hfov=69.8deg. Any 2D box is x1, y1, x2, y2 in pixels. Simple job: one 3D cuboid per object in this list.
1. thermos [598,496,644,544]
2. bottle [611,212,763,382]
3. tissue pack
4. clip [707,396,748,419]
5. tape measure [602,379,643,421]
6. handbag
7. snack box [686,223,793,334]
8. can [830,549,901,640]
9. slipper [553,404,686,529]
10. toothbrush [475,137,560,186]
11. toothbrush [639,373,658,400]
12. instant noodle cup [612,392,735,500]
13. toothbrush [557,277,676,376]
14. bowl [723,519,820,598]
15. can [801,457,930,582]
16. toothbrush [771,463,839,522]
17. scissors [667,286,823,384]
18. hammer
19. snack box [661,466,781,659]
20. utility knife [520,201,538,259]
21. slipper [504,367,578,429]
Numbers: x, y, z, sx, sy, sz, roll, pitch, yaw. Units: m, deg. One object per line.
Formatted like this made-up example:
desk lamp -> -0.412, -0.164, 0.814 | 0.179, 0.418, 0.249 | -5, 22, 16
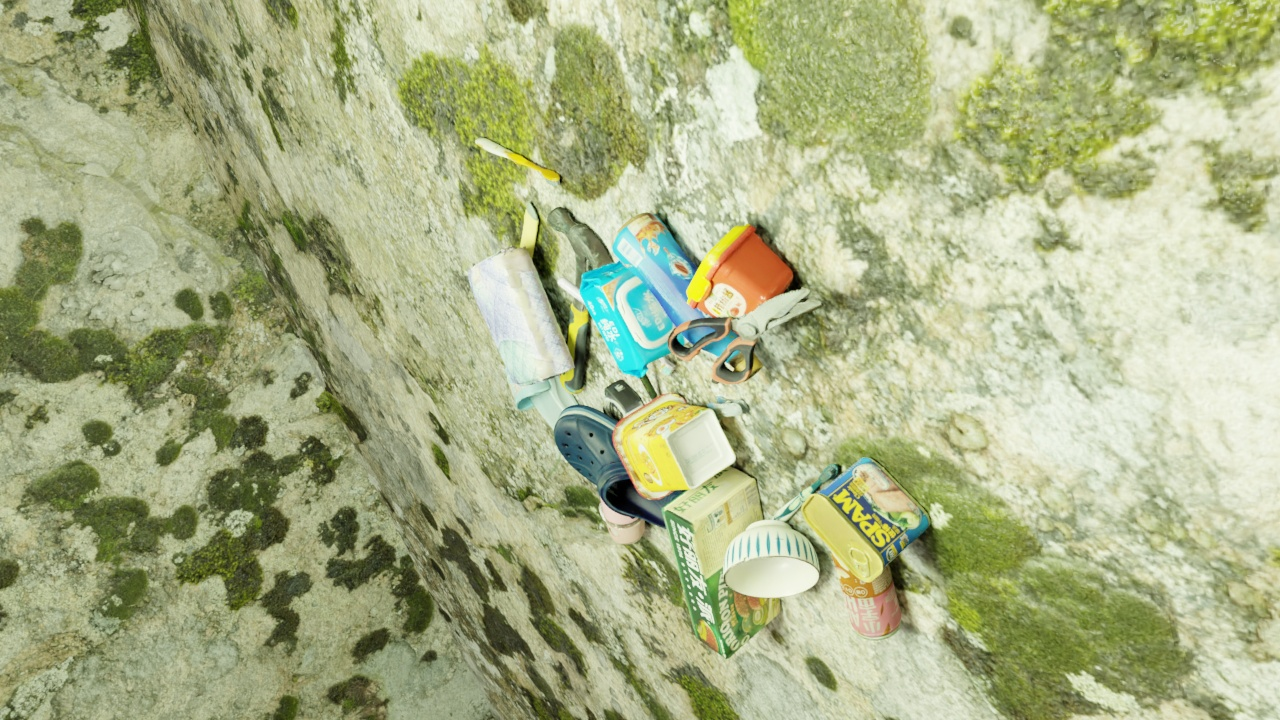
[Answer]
thermos -> -0.039, 0.195, 1.419 | 0.087, 0.067, 0.199 | 25, 138, 36
bottle -> 0.056, -0.068, 1.018 | 0.218, 0.065, 0.065 | 50, 151, 13
tissue pack -> -0.006, -0.058, 1.096 | 0.063, 0.089, 0.140 | -11, 108, 60
clip -> 0.107, 0.058, 1.106 | 0.058, 0.041, 0.026 | -4, 112, 54
tape measure -> -0.023, 0.069, 1.308 | 0.066, 0.033, 0.066 | 47, 152, 25
handbag -> -0.171, -0.063, 1.321 | 0.134, 0.075, 0.194 | -10, 104, 63
snack box -> 0.102, -0.079, 0.926 | 0.080, 0.081, 0.091 | 39, 150, 7
can -> 0.247, 0.236, 1.014 | 0.058, 0.057, 0.147 | 14, 129, 53
slipper -> -0.023, 0.166, 1.273 | 0.253, 0.095, 0.105 | 33, 124, 6
toothbrush -> -0.166, -0.267, 1.227 | 0.191, 0.016, 0.018 | 32, 151, 39
toothbrush -> -0.007, 0.007, 1.182 | 0.012, 0.017, 0.186 | 8, 145, 32
instant noodle cup -> 0.046, 0.108, 1.141 | 0.116, 0.116, 0.124 | 64, 156, -9
toothbrush -> -0.032, -0.045, 1.177 | 0.189, 0.021, 0.029 | 39, 159, 4
bowl -> 0.159, 0.238, 1.126 | 0.117, 0.116, 0.066 | 101, 173, -51
can -> 0.231, 0.160, 0.939 | 0.102, 0.083, 0.057 | 48, 150, 19
toothbrush -> 0.188, 0.163, 1.080 | 0.016, 0.018, 0.192 | 50, 150, 14
scissors -> 0.110, -0.021, 0.913 | 0.206, 0.015, 0.197 | 13, 144, 30
hammer -> -0.086, -0.059, 1.285 | 0.126, 0.031, 0.324 | 45, 149, 26
snack box -> 0.111, 0.264, 1.199 | 0.063, 0.114, 0.240 | 22, 136, 47
utility knife -> -0.169, -0.156, 1.334 | 0.031, 0.020, 0.199 | 52, 145, 20
slipper -> -0.163, 0.061, 1.479 | 0.245, 0.074, 0.104 | 56, 153, 2
